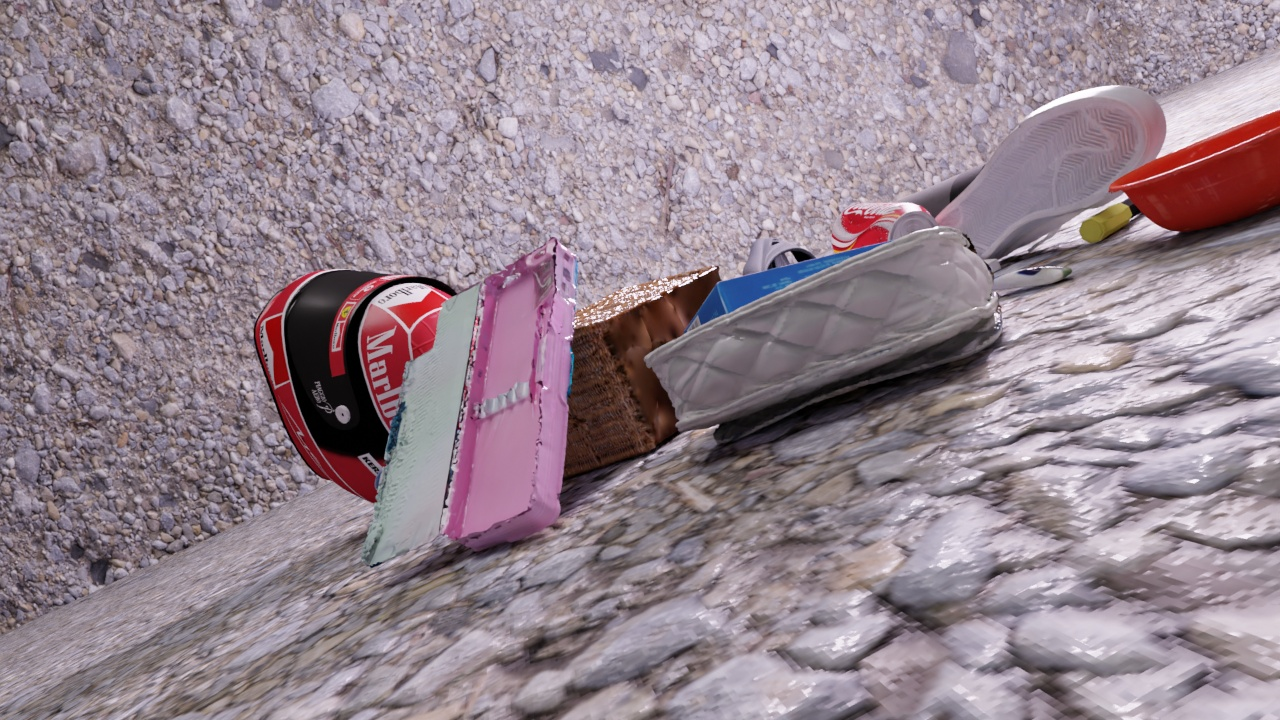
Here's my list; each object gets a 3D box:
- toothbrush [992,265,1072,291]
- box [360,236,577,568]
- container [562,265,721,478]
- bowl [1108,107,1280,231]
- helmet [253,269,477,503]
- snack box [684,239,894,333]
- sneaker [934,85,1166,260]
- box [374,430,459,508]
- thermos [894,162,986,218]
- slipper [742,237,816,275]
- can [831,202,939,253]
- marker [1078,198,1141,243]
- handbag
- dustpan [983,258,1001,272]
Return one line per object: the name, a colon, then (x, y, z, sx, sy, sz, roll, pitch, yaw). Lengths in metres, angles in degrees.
toothbrush: (0.239, -0.058, 0.676, 0.016, 0.017, 0.189, -27, 10, -21)
box: (-0.116, 0.031, 0.652, 0.160, 0.035, 0.229, -24, 45, 29)
container: (-0.004, 0.004, 0.754, 0.113, 0.114, 0.197, -15, 11, 38)
bowl: (0.358, -0.113, 0.551, 0.130, 0.045, 0.130, -25, 3, 1)
helmet: (-0.255, 0.019, 0.954, 0.225, 0.271, 0.197, -15, 11, 37)
snack box: (0.116, -0.042, 0.668, 0.154, 0.033, 0.088, -14, -17, -18)
sneaker: (0.334, -0.151, 0.746, 0.090, 0.089, 0.243, -29, -8, -22)
box: (-0.138, 0.082, 0.841, 0.209, 0.059, 0.068, -25, -37, -13)
thermos: (0.343, -0.162, 1.094, 0.082, 0.082, 0.241, -26, 4, -25)
slipper: (0.187, -0.105, 1.142, 0.083, 0.110, 0.267, -20, 8, 18)
can: (0.224, -0.112, 0.839, 0.064, 0.064, 0.105, -25, 15, -9)
marker: (0.379, -0.117, 0.712, 0.123, 0.017, 0.021, -26, 4, -36)
handbag: (0.110, -0.011, 0.549, 0.195, 0.072, 0.138, -23, -5, 27)
dustpan: (0.164, -0.047, 0.850, 0.191, 0.053, 0.258, -26, 4, -25)
